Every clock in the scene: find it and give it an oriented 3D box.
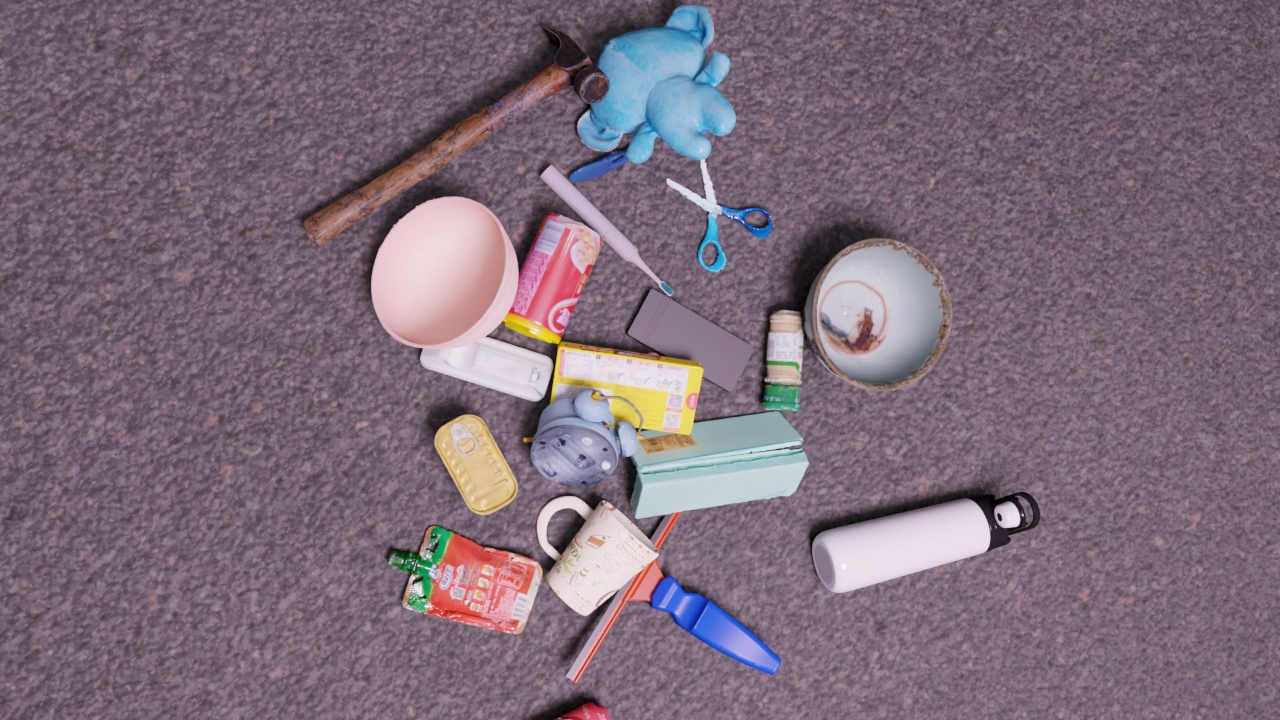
[{"bbox_3d":[-0.055,0.076,0.929,0.125,0.051,0.089,-30,122,25],"label":"clock"}]

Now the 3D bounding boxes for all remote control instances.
[{"bbox_3d":[0.054,-0.021,0.997,0.133,0.013,0.058,30,84,-11],"label":"remote control"},{"bbox_3d":[-0.158,0.002,0.947,0.133,0.022,0.050,18,86,-11],"label":"remote control"}]

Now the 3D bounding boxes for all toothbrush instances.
[{"bbox_3d":[-0.033,-0.135,0.975,0.188,0.019,0.018,44,79,-9],"label":"toothbrush"},{"bbox_3d":[-0.016,-0.220,0.980,0.132,0.021,0.016,-29,61,-11],"label":"toothbrush"}]

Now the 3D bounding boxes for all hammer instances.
[{"bbox_3d":[-0.195,-0.220,0.921,0.330,0.033,0.120,-33,53,-3],"label":"hammer"}]

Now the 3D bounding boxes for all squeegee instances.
[{"bbox_3d":[0.067,0.276,0.978,0.185,0.055,0.249,32,75,4],"label":"squeegee"}]

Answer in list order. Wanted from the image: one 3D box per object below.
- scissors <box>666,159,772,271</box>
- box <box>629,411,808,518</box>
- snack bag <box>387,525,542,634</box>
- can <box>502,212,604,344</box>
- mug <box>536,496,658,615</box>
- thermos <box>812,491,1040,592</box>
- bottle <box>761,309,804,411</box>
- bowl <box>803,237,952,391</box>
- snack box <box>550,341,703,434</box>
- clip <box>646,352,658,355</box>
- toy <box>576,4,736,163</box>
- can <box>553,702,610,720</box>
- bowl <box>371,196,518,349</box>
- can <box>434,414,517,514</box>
[{"bbox_3d":[0.091,-0.166,1.007,0.117,0.014,0.130,-15,89,-8],"label":"scissors"},{"bbox_3d":[0.075,0.100,0.984,0.188,0.077,0.091,-7,53,-14],"label":"box"},{"bbox_3d":[-0.183,0.224,0.937,0.155,0.044,0.087,18,81,-7],"label":"snack bag"},{"bbox_3d":[-0.091,-0.083,0.939,0.066,0.067,0.124,24,85,-11],"label":"can"},{"bbox_3d":[-0.058,0.194,0.952,0.122,0.081,0.097,43,89,12],"label":"mug"},{"bbox_3d":[0.312,0.195,1.010,0.229,0.101,0.068,-11,73,-13],"label":"thermos"},{"bbox_3d":[0.157,0.000,1.006,0.042,0.043,0.110,5,88,-12],"label":"bottle"},{"bbox_3d":[0.243,-0.047,0.996,0.159,0.094,0.160,0,90,-12],"label":"bowl"},{"bbox_3d":[-0.015,0.029,0.957,0.152,0.025,0.075,8,104,-4],"label":"snack box"},{"bbox_3d":[-0.005,0.005,0.984,0.060,0.043,0.023,-22,92,16],"label":"clip"},{"bbox_3d":[0.031,-0.265,0.935,0.183,0.115,0.180,-46,62,6],"label":"toy"},{"bbox_3d":[-0.091,0.411,0.936,0.142,0.074,0.074,-22,95,-11],"label":"can"},{"bbox_3d":[-0.181,-0.077,0.904,0.153,0.076,0.153,-5,76,20],"label":"bowl"},{"bbox_3d":[-0.167,0.102,0.927,0.054,0.059,0.100,-28,96,-11],"label":"can"}]
